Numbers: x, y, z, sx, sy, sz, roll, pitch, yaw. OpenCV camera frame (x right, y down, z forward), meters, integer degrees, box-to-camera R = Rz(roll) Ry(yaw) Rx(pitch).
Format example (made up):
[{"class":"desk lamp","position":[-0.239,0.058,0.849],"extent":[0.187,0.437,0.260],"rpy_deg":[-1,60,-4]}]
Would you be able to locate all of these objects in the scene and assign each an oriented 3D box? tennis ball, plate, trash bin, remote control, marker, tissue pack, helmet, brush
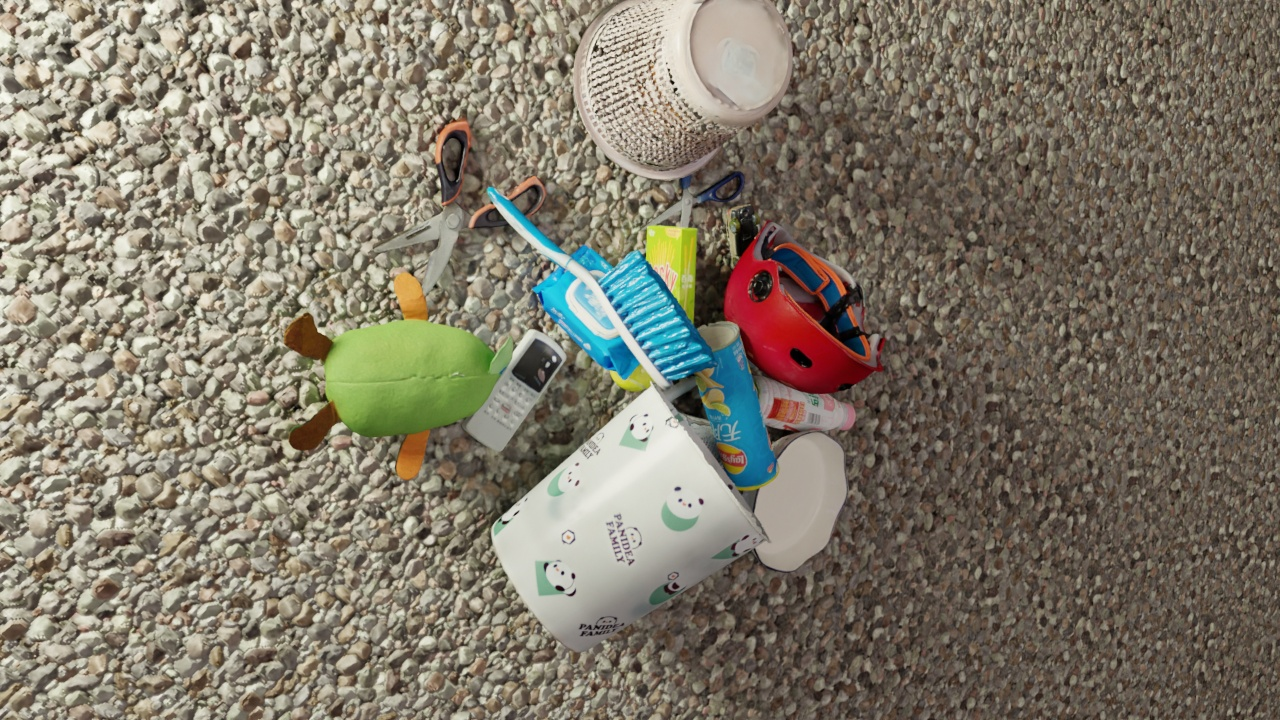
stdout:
[{"class":"tennis ball","position":[-0.007,0.007,1.150],"extent":[0.065,0.065,0.065],"rpy_deg":[-4,99,-29]},{"class":"plate","position":[0.214,0.194,1.294],"extent":[0.204,0.046,0.205],"rpy_deg":[-13,112,-37]},{"class":"trash bin","position":[0.062,-0.334,1.060],"extent":[0.227,0.192,0.227],"rpy_deg":[-2,93,-27]},{"class":"trash bin","position":[-0.017,0.187,1.058],"extent":[0.252,0.229,0.229],"rpy_deg":[-37,114,2]},{"class":"remote control","position":[-0.149,0.036,1.100],"extent":[0.058,0.021,0.150],"rpy_deg":[40,78,-28]},{"class":"marker","position":[0.047,0.042,1.212],"extent":[0.130,0.022,0.018],"rpy_deg":[-30,147,-24]},{"class":"tissue pack","position":[-0.045,-0.059,1.101],"extent":[0.157,0.052,0.094],"rpy_deg":[45,72,3]},{"class":"helmet","position":[0.193,-0.041,1.155],"extent":[0.207,0.239,0.144],"rpy_deg":[28,123,-29]},{"class":"brush","position":[-0.043,-0.094,1.040],"extent":[0.110,0.060,0.314],"rpy_deg":[-34,95,14]}]

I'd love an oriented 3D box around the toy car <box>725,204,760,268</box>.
[{"class":"toy car","position":[0.136,-0.162,1.226],"extent":[0.042,0.035,0.090],"rpy_deg":[-21,116,-25]}]

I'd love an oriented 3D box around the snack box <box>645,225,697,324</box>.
[{"class":"snack box","position":[0.036,-0.089,1.146],"extent":[0.026,0.086,0.156],"rpy_deg":[-4,102,-30]}]

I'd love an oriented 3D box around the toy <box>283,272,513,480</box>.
[{"class":"toy","position":[-0.261,0.019,0.996],"extent":[0.246,0.090,0.227],"rpy_deg":[-3,99,-33]}]

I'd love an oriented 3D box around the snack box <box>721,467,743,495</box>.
[{"class":"snack box","position":[0.086,0.184,1.250],"extent":[0.157,0.026,0.084],"rpy_deg":[17,89,-30]}]

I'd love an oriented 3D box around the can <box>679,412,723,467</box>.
[{"class":"can","position":[0.085,0.108,1.221],"extent":[0.146,0.058,0.058],"rpy_deg":[17,89,-30]}]

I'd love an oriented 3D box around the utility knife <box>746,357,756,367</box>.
[{"class":"utility knife","position":[0.209,0.007,1.301],"extent":[0.219,0.015,0.033],"rpy_deg":[4,92,-30]}]

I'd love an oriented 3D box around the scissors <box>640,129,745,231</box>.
[{"class":"scissors","position":[0.068,-0.218,1.193],"extent":[0.162,0.012,0.176],"rpy_deg":[-12,105,-27]}]

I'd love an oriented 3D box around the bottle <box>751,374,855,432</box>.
[{"class":"bottle","position":[0.221,0.066,1.291],"extent":[0.196,0.068,0.068],"rpy_deg":[11,91,-34]}]

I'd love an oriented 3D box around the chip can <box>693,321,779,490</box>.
[{"class":"chip can","position":[0.115,0.059,1.141],"extent":[0.071,0.071,0.210],"rpy_deg":[-31,119,-23]}]

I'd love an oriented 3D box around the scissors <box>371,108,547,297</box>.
[{"class":"scissors","position":[-0.201,-0.172,1.046],"extent":[0.188,0.015,0.226],"rpy_deg":[10,93,-30]}]
